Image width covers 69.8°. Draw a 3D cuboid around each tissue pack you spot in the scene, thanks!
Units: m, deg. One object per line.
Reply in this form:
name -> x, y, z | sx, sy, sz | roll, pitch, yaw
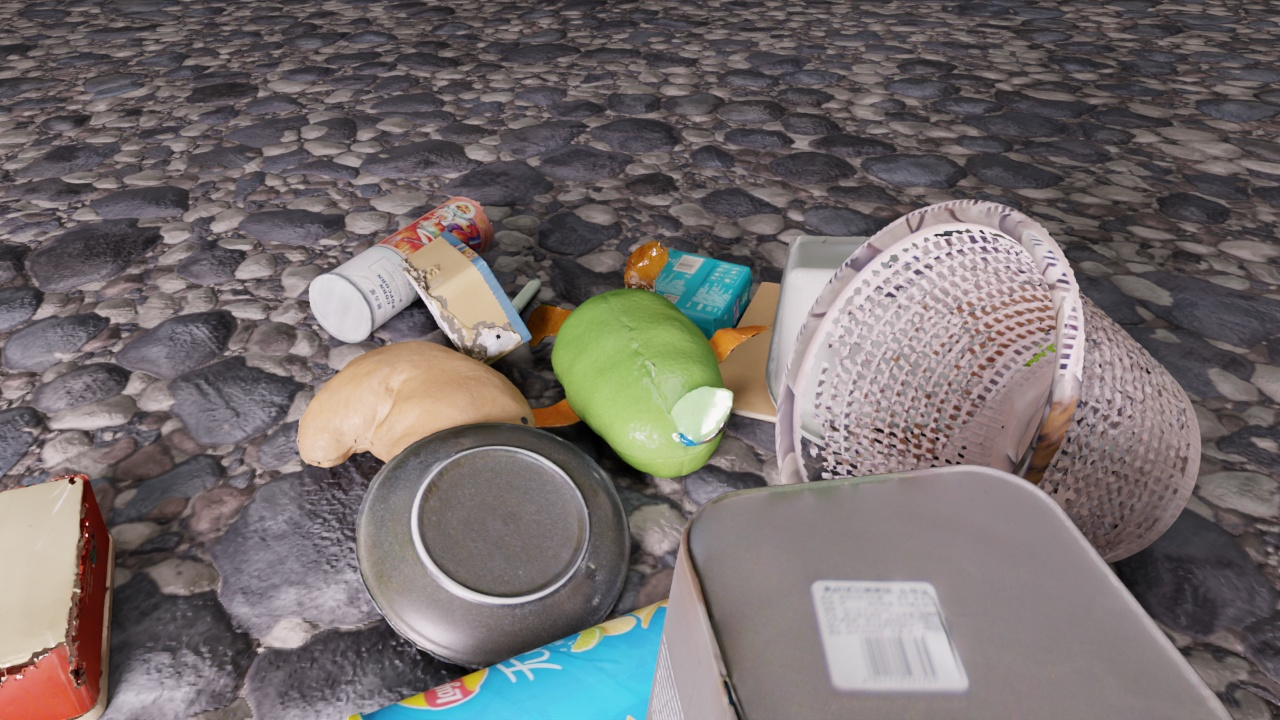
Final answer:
tissue pack -> 0.047, -0.054, 0.881 | 0.093, 0.050, 0.133 | 14, 35, 17

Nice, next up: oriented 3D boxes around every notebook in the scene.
notebook -> 0.153, -0.007, 0.834 | 0.150, 0.012, 0.210 | 11, 38, 19

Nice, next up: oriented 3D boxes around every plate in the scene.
plate -> -0.091, 0.108, 0.593 | 0.179, 0.024, 0.179 | 9, 49, -11

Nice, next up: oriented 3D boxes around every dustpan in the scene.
dustpan -> 0.218, -0.021, 0.792 | 0.223, 0.143, 0.257 | 4, 15, 19

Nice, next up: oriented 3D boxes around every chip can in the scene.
chip can -> -0.041, 0.184, 0.487 | 0.210, 0.071, 0.071 | -15, 36, -22
chip can -> -0.235, -0.098, 0.931 | 0.071, 0.071, 0.214 | 14, 34, 20

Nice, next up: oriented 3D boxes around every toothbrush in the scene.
toothbrush -> -0.130, -0.035, 0.881 | 0.029, 0.020, 0.189 | -23, 22, 26

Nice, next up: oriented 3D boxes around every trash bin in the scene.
trash bin -> 0.093, 0.177, 0.364 | 0.198, 0.220, 0.198 | -6, 35, -9
trash bin -> 0.230, 0.038, 0.581 | 0.192, 0.228, 0.227 | 20, 24, -27

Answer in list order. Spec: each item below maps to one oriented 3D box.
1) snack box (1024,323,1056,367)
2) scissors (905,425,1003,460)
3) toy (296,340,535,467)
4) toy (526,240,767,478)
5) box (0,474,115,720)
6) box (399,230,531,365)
snack box -> 0.339, -0.004, 0.802 | 0.156, 0.026, 0.085 | 30, 35, 30
scissors -> 0.245, 0.013, 0.771 | 0.147, 0.014, 0.171 | 7, 49, 31
toy -> -0.144, 0.054, 0.691 | 0.226, 0.083, 0.143 | 19, 52, 22
toy -> -0.004, 0.004, 0.753 | 0.227, 0.090, 0.246 | -25, 43, -4
box -> -0.374, 0.140, 0.547 | 0.091, 0.080, 0.168 | -13, 34, -21
box -> -0.161, -0.057, 0.817 | 0.061, 0.090, 0.184 | -33, 28, -9
